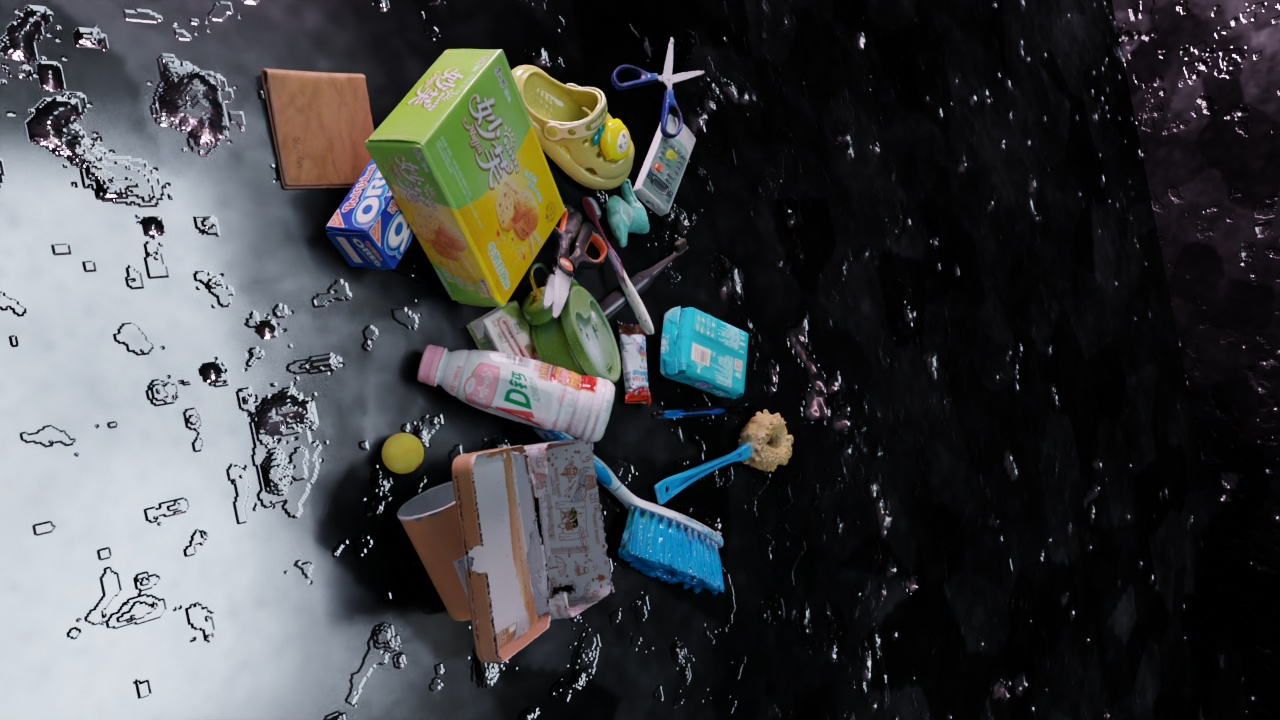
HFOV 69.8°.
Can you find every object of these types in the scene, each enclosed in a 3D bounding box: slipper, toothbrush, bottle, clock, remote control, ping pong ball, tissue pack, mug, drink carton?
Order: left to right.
[{"bbox_3d":[-0.233,0.091,0.900,0.040,0.040,0.040,8,77,-40],"label":"ping pong ball"},{"bbox_3d":[-0.181,0.190,0.910,0.078,0.078,0.123,-30,107,-40],"label":"mug"},{"bbox_3d":[-0.128,0.029,0.942,0.197,0.068,0.068,15,70,-6],"label":"bottle"},{"bbox_3d":[-0.135,0.001,0.999,0.053,0.046,0.122,-34,105,-39],"label":"drink carton"},{"bbox_3d":[-0.080,-0.035,1.019,0.161,0.056,0.116,65,16,-10],"label":"clock"},{"bbox_3d":[-0.074,-0.277,1.079,0.190,0.082,0.091,34,64,-29],"label":"slipper"},{"bbox_3d":[-0.025,-0.116,1.113,0.017,0.016,0.187,-20,82,-52],"label":"toothbrush"},{"bbox_3d":[-0.001,-0.098,1.148,0.212,0.026,0.027,-43,132,-38],"label":"toothbrush"},{"bbox_3d":[0.033,-0.259,1.210,0.056,0.019,0.134,37,60,-31],"label":"remote control"},{"bbox_3d":[0.087,0.067,1.209,0.189,0.016,0.014,-2,93,-39],"label":"toothbrush"},{"bbox_3d":[0.086,-0.008,1.193,0.133,0.050,0.093,21,67,-38],"label":"tissue pack"}]

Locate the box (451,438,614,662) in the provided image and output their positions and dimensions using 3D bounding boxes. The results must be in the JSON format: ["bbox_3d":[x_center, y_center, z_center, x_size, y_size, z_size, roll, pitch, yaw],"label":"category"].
[{"bbox_3d":[-0.111,0.169,0.885,0.259,0.082,0.177,3,78,-74],"label":"box"}]

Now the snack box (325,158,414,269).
[{"bbox_3d":[-0.234,-0.186,0.924,0.058,0.057,0.207,66,41,-52],"label":"snack box"}]

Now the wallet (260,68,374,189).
[{"bbox_3d":[-0.311,-0.227,0.902,0.101,0.020,0.115,-13,94,-41],"label":"wallet"}]

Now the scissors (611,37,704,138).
[{"bbox_3d":[0.030,-0.365,1.218,0.162,0.012,0.174,1,70,-34],"label":"scissors"}]

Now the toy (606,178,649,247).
[{"bbox_3d":[-0.017,-0.183,1.141,0.091,0.030,0.096,-5,78,-62],"label":"toy"}]

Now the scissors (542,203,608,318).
[{"bbox_3d":[-0.069,-0.101,1.012,0.148,0.022,0.234,26,34,-37],"label":"scissors"}]

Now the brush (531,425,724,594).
[{"bbox_3d":[-0.013,0.179,1.077,0.314,0.061,0.109,30,58,-32],"label":"brush"}]

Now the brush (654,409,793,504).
[{"bbox_3d":[0.112,0.132,1.205,0.254,0.046,0.083,-20,100,-38],"label":"brush"}]

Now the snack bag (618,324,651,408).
[{"bbox_3d":[-0.007,0.007,1.125,0.045,0.026,0.105,0,81,-38],"label":"snack bag"}]

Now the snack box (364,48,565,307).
[{"bbox_3d":[-0.165,-0.180,0.920,0.157,0.070,0.210,-63,149,-33],"label":"snack box"}]
